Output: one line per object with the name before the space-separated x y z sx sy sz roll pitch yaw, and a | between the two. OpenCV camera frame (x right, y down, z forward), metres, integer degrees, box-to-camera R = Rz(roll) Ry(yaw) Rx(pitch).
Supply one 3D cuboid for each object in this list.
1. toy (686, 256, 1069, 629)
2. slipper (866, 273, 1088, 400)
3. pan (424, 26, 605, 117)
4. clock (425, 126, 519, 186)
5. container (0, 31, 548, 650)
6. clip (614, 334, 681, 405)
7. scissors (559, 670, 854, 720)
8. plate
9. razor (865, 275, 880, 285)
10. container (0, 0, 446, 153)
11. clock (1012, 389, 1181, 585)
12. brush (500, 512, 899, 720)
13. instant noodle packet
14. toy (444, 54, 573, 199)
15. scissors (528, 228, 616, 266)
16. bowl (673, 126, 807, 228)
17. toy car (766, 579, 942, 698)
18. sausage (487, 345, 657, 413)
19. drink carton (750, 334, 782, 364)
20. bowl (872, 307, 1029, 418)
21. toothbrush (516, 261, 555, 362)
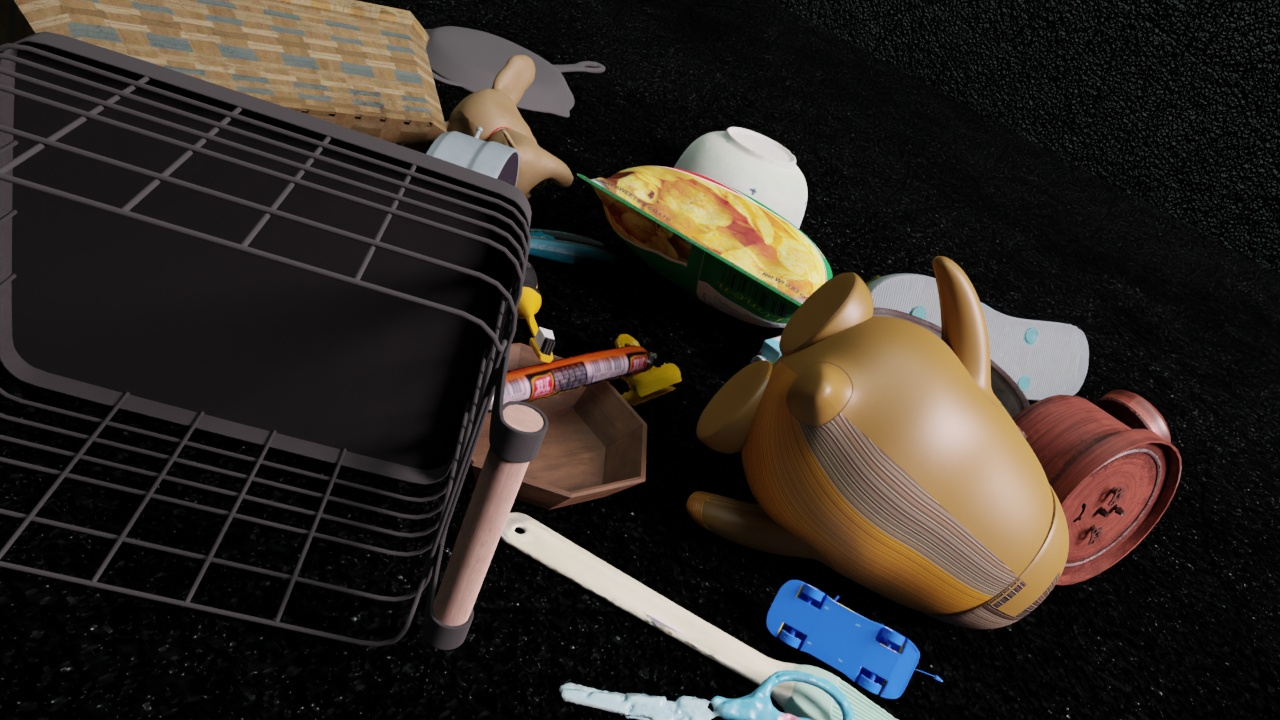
toy | 0.150 0.064 0.522 0.203 0.199 0.162 41 10 -10
slipper | 0.287 -0.009 0.812 0.268 0.098 0.055 12 -2 -25
pan | -0.134 -0.357 1.102 0.216 0.024 0.353 34 30 16
clock | -0.115 -0.067 0.548 0.045 0.123 0.158 19 43 -3
container | -0.163 -0.001 0.348 0.241 0.163 0.130 17 30 -12
clip | 0.000 0.002 0.608 0.047 0.039 0.052 46 36 19
scissors | 0.029 0.159 0.397 0.138 0.015 0.063 10 54 -6
plate | -0.059 0.038 0.513 0.131 0.025 0.131 19 30 -11
razor | 0.223 -0.041 0.835 0.105 0.043 0.026 27 31 -49
container | -0.263 -0.167 0.567 0.249 0.158 0.186 -7 53 -44
clock | 0.302 0.083 0.627 0.157 0.121 0.072 -3 31 -27
brush | 0.024 0.130 0.444 0.218 0.012 0.033 28 30 8
instant noodle packet | 0.069 -0.091 0.743 0.195 0.090 0.252 32 12 10
toy | -0.112 -0.175 0.758 0.108 0.134 0.106 48 -6 35
scissors | -0.088 -0.094 0.714 0.129 0.019 0.137 22 21 13
bowl | 0.115 -0.201 0.990 0.153 0.073 0.153 19 29 -11
toy car | 0.113 0.146 0.475 0.092 0.033 0.062 26 -5 19
sausage | -0.042 0.008 0.525 0.020 0.020 0.155 41 33 26
drink carton | 0.127 -0.004 0.706 0.038 0.044 0.128 38 31 22
bowl | 0.210 0.028 0.693 0.145 0.067 0.144 19 30 -11
toothbrush | -0.076 -0.039 0.590 0.031 0.031 0.196 17 17 -21
